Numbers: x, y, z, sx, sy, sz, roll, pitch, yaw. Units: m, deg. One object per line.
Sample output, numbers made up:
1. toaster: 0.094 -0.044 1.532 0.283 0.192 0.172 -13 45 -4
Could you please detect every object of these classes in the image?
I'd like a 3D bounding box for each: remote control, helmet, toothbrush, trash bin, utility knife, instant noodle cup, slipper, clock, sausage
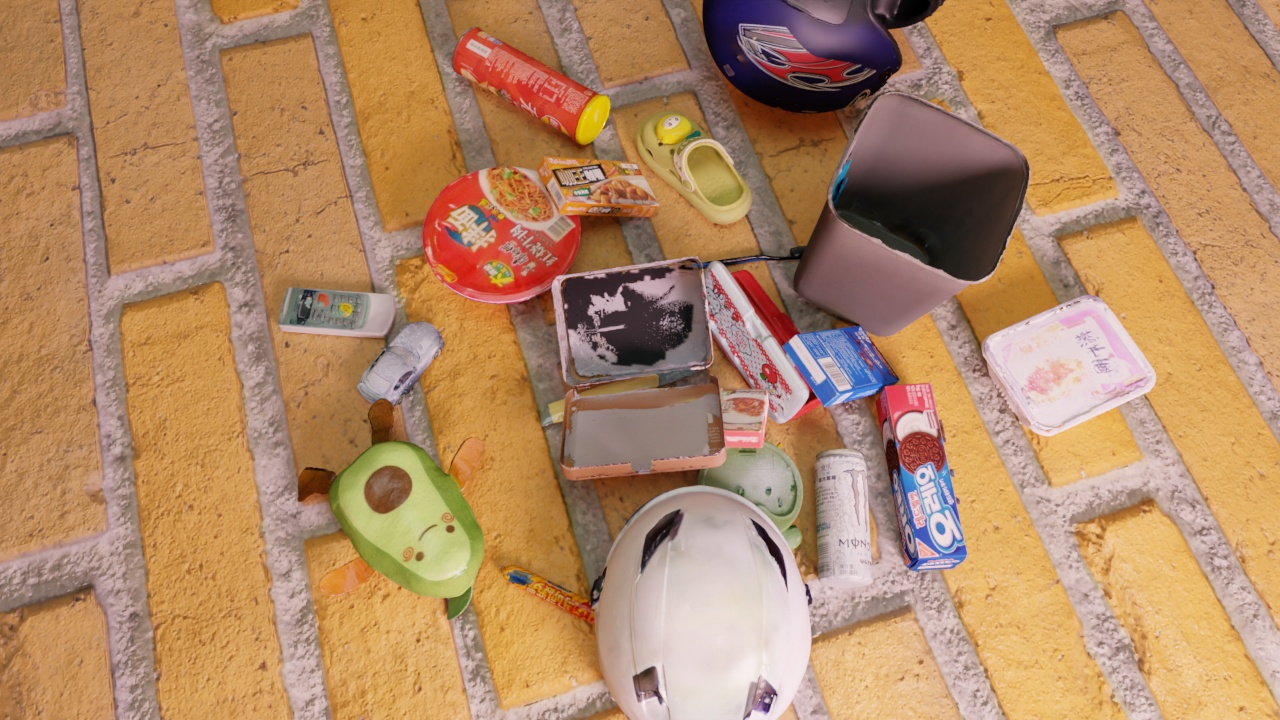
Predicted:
1. remote control: -0.369 -0.058 1.120 0.135 0.019 0.056 5 66 0
2. helmet: 0.236 -0.444 1.193 0.315 0.247 0.240 10 94 -1
3. helmet: 0.063 0.256 0.900 0.229 0.146 0.258 7 85 -1
4. toothbrush: 0.131 -0.130 1.172 0.189 0.014 0.016 -7 66 -4
5. trash bin: 0.293 -0.153 1.068 0.198 0.220 0.198 28 68 2
6. utility knife: -0.028 0.037 1.090 0.195 0.020 0.031 -20 62 -6
7. instant noodle cup: -0.169 -0.144 1.140 0.194 0.066 0.193 0 67 -1
8. instant noodle cup: 0.501 0.012 1.099 0.173 0.060 0.138 -21 69 -12
9. slipper: 0.075 -0.264 1.193 0.091 0.082 0.190 -36 75 -19
10. clock: 0.120 0.165 1.020 0.116 0.056 0.161 -1 66 -2
11. sausage: -0.080 0.258 0.991 0.165 0.021 0.021 23 68 8

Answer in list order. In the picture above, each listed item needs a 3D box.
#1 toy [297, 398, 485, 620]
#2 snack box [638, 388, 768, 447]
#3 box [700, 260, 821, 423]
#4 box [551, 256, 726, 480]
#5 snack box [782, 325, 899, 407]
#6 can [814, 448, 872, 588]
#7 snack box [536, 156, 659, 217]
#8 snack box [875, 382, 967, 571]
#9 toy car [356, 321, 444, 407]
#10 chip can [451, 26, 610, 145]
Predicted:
1. toy: -0.259 0.162 0.991 0.247 0.090 0.226 41 77 18
2. snack box: 0.066 0.064 1.042 0.153 0.025 0.075 0 37 15
3. box: 0.146 -0.030 1.082 0.095 0.102 0.201 -28 71 -13
4. box: -0.003 0.009 1.034 0.179 0.130 0.272 -7 66 4
5. snack box: 0.235 0.004 1.062 0.156 0.026 0.084 -8 59 -49
6. can: 0.224 0.175 1.018 0.058 0.058 0.146 3 66 -1
7. snack box: -0.052 -0.218 1.156 0.153 0.026 0.075 -7 61 -42
8. snack box: 0.318 0.130 1.042 0.058 0.057 0.207 -4 67 -1
9. toy car: -0.284 0.003 1.088 0.054 0.037 0.120 31 66 11
10. chip can: -0.149 -0.370 1.235 0.216 0.073 0.073 31 69 11
